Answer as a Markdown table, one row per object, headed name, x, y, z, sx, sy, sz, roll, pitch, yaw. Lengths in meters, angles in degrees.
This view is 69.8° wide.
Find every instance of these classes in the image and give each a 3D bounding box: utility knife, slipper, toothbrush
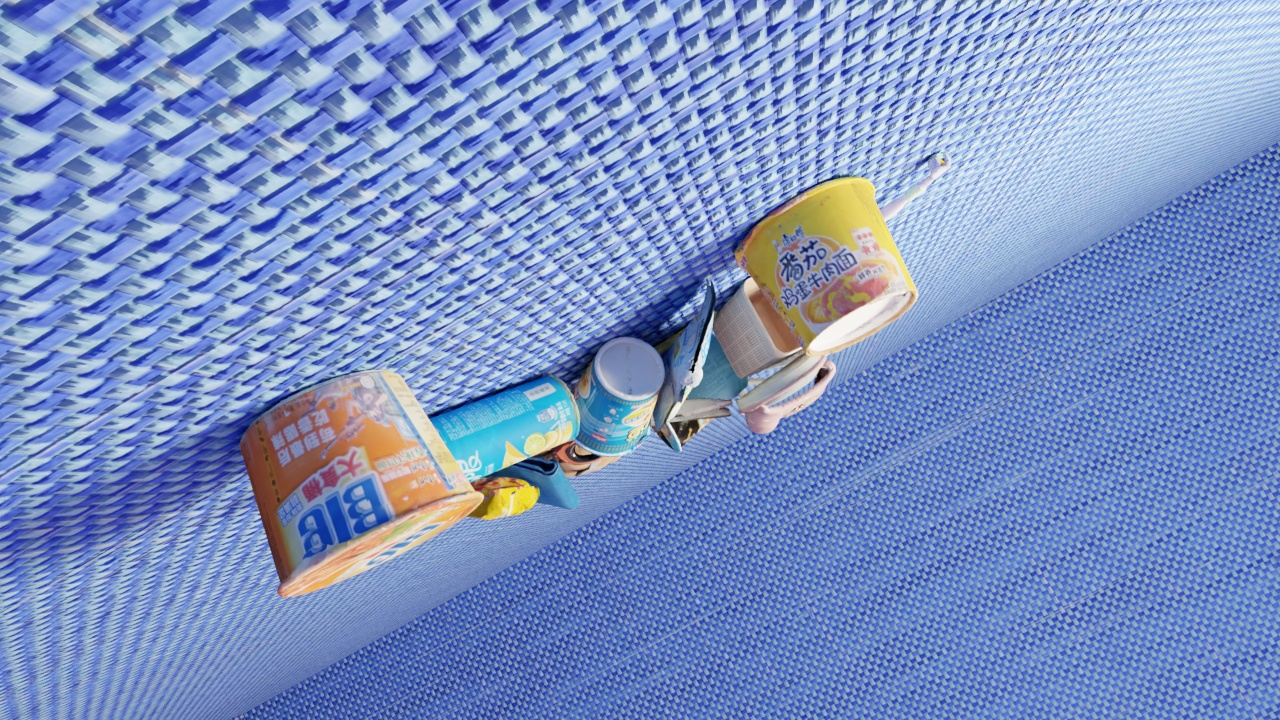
| name | x | y | z | sx | sy | sz | roll | pitch | yaw |
| --- | --- | --- | --- | --- | --- | --- | --- | --- | --- |
| utility knife | -0.006 | 0.006 | 1.020 | 0.219 | 0.022 | 0.031 | -37 | 167 | 7 |
| slipper | 0.164 | 0.041 | 1.060 | 0.114 | 0.054 | 0.274 | -34 | 175 | -4 |
| toothbrush | 0.246 | -0.151 | 0.935 | 0.029 | 0.021 | 0.190 | -60 | -171 | -32 |

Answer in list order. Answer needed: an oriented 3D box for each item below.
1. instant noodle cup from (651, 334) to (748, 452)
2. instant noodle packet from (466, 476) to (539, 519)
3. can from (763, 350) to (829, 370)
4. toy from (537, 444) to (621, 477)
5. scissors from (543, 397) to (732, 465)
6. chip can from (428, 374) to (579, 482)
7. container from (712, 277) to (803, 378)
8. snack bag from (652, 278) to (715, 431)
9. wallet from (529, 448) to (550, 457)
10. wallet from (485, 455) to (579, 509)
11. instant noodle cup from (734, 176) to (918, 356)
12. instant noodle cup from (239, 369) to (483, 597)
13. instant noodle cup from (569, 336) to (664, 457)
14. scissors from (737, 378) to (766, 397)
| name | x | y | z | sx | sy | sz | roll | pitch | yaw |
| --- | --- | --- | --- | --- | --- | --- | --- | --- | --- |
| instant noodle cup | 0.061 | 0.032 | 1.100 | 0.120 | 0.111 | 0.111 | -34 | 170 | -10 |
| instant noodle packet | -0.190 | 0.151 | 1.026 | 0.128 | 0.044 | 0.110 | 4 | -179 | 19 |
| can | 0.189 | -0.023 | 1.181 | 0.058 | 0.058 | 0.147 | -24 | -178 | -24 |
| toy | -0.067 | 0.107 | 1.170 | 0.143 | 0.082 | 0.226 | -15 | 170 | -4 |
| scissors | -0.006 | 0.076 | 1.027 | 0.193 | 0.206 | 0.015 | -55 | -160 | 16 |
| chip can | -0.159 | 0.077 | 0.833 | 0.209 | 0.071 | 0.071 | -21 | 166 | -35 |
| container | 0.140 | -0.040 | 1.000 | 0.089 | 0.090 | 0.111 | -24 | 171 | -25 |
| snack bag | 0.044 | 0.002 | 0.924 | 0.191 | 0.039 | 0.110 | 115 | -2 | -70 |
| wallet | -0.161 | 0.094 | 0.959 | 0.124 | 0.032 | 0.101 | -14 | 171 | 6 |
| wallet | -0.135 | 0.142 | 1.100 | 0.106 | 0.040 | 0.133 | 10 | 155 | 13 |
| instant noodle cup | 0.169 | -0.075 | 0.808 | 0.138 | 0.109 | 0.138 | -22 | 162 | -8 |
| instant noodle cup | -0.203 | 0.083 | 0.648 | 0.151 | 0.111 | 0.151 | -27 | 169 | -6 |
| instant noodle cup | -0.022 | 0.032 | 0.931 | 0.099 | 0.099 | 0.110 | -23 | 159 | -27 |
| scissors | 0.093 | 0.019 | 1.217 | 0.170 | 0.019 | 0.180 | -4 | 150 | 0 |
